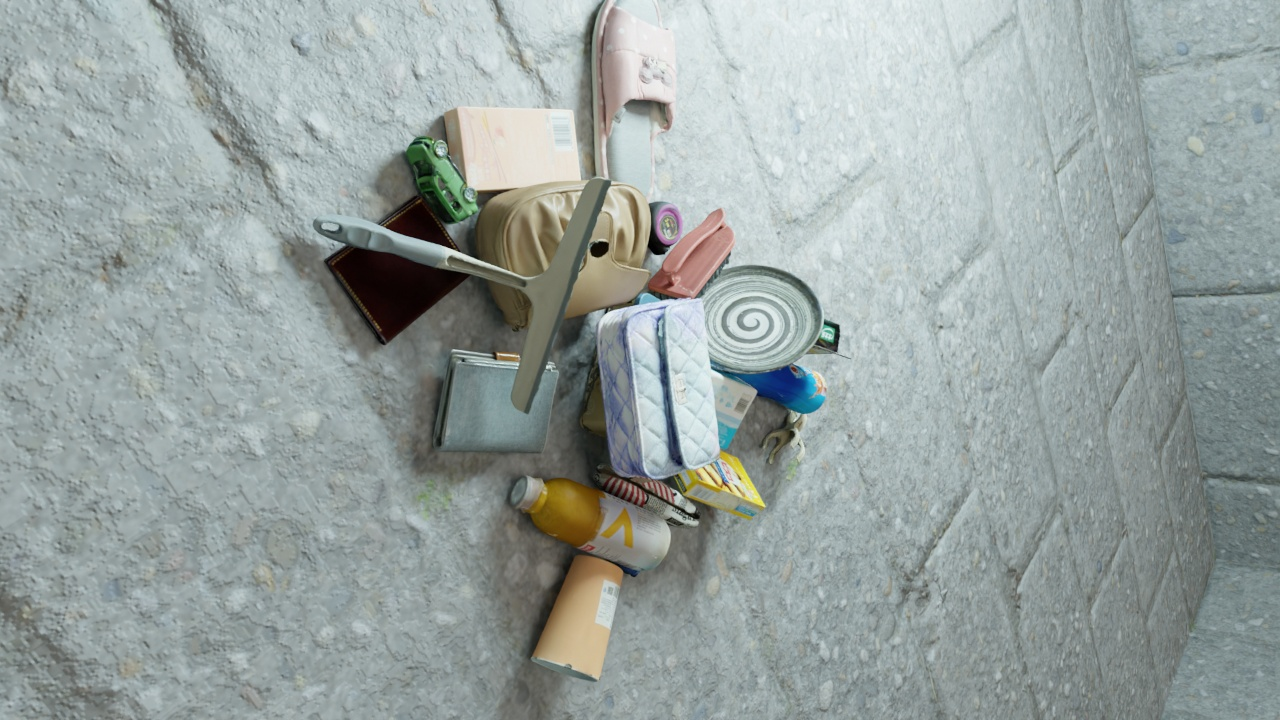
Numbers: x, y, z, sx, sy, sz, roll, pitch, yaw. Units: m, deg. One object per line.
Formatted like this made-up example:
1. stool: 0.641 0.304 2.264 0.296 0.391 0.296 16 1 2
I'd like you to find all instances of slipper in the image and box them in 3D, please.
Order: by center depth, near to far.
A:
1. slipper: -0.004 -0.311 1.079 0.114 0.055 0.274 7 86 -45

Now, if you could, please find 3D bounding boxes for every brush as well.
1. brush: 0.071 -0.130 1.145 0.145 0.063 0.069 -50 146 -34

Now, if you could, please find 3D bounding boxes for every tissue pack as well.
1. tissue pack: 0.076 0.051 1.145 0.140 0.063 0.090 22 98 -41

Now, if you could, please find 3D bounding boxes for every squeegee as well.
1. squeegee: -0.183 -0.094 0.867 0.246 0.039 0.247 16 103 -21

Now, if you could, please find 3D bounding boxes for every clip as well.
1. clip: 0.222 0.108 1.303 0.103 0.092 0.035 -38 116 -26

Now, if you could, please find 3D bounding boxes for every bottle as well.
1. bottle: -0.055 0.176 1.011 0.189 0.068 0.068 27 71 -27
2. bottle: 0.172 0.020 1.251 0.218 0.065 0.065 21 75 -43

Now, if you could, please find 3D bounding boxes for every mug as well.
1. mug: -0.064 0.282 1.013 0.078 0.078 0.122 39 60 -38

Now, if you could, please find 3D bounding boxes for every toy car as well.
1. toy car: -0.196 -0.175 0.896 0.036 0.043 0.091 -47 121 -34

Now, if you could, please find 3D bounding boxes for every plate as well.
1. plate: 0.140 -0.049 1.160 0.179 0.179 0.024 -55 154 -30

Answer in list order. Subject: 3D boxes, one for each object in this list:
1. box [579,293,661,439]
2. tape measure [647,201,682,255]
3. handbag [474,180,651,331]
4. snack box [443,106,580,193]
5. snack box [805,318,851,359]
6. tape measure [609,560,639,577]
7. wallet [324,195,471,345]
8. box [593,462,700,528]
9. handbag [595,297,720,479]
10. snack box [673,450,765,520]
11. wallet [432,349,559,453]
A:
1. box: -0.006 0.006 1.078 0.089 0.060 0.184 23 76 -44
2. tape measure: 0.021 -0.164 1.118 0.057 0.039 0.057 48 63 -34
3. handbag: -0.071 -0.117 0.979 0.204 0.100 0.148 -18 111 -40
4. snack box: -0.132 -0.222 0.971 0.157 0.026 0.084 -13 100 -44
5. snack box: 0.204 -0.035 1.240 0.113 0.126 0.053 15 78 -44
6. tape measure: -0.016 0.224 1.093 0.054 0.025 0.058 33 64 -38
7. wallet: -0.229 -0.089 0.881 0.122 0.020 0.096 -46 116 -33
8. box: 0.010 0.158 1.092 0.164 0.071 0.057 38 85 -42
9. handbag: 0.025 0.033 1.016 0.133 0.076 0.194 -15 101 -44
10. snack box: 0.091 0.146 1.160 0.034 0.087 0.140 -44 135 17
11. wallet: -0.149 0.043 0.951 0.129 0.037 0.106 7 96 -43
